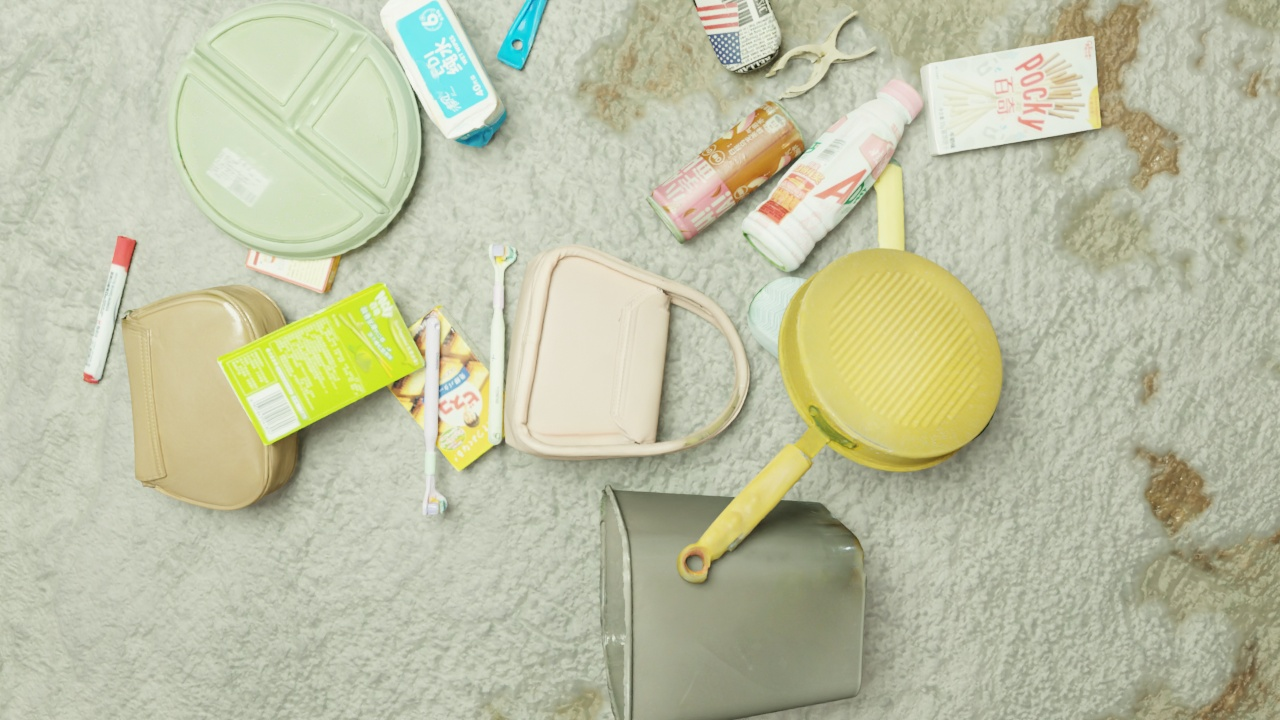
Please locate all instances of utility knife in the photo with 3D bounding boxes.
[{"bbox_3d":[0.232,-0.113,0.856,0.031,0.019,0.176,4,73,-6],"label":"utility knife"}]

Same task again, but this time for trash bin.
[{"bbox_3d":[0.076,0.222,0.854,0.219,0.198,0.199,-1,100,-9],"label":"trash bin"}]

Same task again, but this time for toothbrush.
[{"bbox_3d":[-0.134,-0.015,0.865,0.029,0.020,0.189,5,84,-33],"label":"toothbrush"},{"bbox_3d":[-0.196,0.053,0.865,0.021,0.029,0.189,8,100,36],"label":"toothbrush"}]

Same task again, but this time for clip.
[{"bbox_3d":[0.160,-0.288,0.846,0.103,0.034,0.076,-42,98,0],"label":"clip"}]

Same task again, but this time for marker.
[{"bbox_3d":[-0.507,-0.048,0.875,0.017,0.017,0.145,18,98,-4],"label":"marker"}]

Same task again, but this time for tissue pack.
[{"bbox_3d":[-0.173,-0.258,0.813,0.063,0.090,0.140,-27,99,2],"label":"tissue pack"}]

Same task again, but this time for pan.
[{"bbox_3d":[0.160,0.052,0.776,0.197,0.078,0.356,45,67,5],"label":"pan"}]

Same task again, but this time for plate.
[{"bbox_3d":[-0.313,-0.205,0.822,0.230,0.027,0.230,0,98,0],"label":"plate"}]

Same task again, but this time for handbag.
[{"bbox_3d":[-0.005,0.005,0.859,0.234,0.093,0.193,8,85,-15],"label":"handbag"},{"bbox_3d":[-0.396,0.032,0.853,0.148,0.099,0.204,1,99,6],"label":"handbag"}]

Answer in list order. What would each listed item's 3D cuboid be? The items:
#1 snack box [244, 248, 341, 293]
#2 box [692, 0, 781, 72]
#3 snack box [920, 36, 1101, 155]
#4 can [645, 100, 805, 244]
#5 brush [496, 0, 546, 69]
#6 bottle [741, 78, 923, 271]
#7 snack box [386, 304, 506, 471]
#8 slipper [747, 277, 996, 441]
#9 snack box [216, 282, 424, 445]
[{"bbox_3d":[-0.308,-0.149,0.858,0.077,0.027,0.156,19,98,-5],"label":"snack box"},{"bbox_3d":[0.072,-0.337,0.814,0.075,0.076,0.163,-22,102,7],"label":"box"},{"bbox_3d":[0.346,-0.247,0.860,0.157,0.027,0.085,-9,99,1],"label":"snack box"},{"bbox_3d":[0.079,-0.174,0.848,0.147,0.058,0.058,-38,98,4],"label":"can"},{"bbox_3d":[-0.065,-0.384,0.825,0.083,0.046,0.255,26,101,-9],"label":"brush"},{"bbox_3d":[0.181,-0.174,0.850,0.068,0.068,0.197,42,91,-7],"label":"bottle"},{"bbox_3d":[-0.184,0.027,0.887,0.087,0.033,0.140,-37,100,5],"label":"snack box"},{"bbox_3d":[0.212,0.006,0.868,0.245,0.074,0.103,29,71,10],"label":"slipper"},{"bbox_3d":[-0.281,0.001,0.817,0.156,0.026,0.086,-30,109,-20],"label":"snack box"}]
